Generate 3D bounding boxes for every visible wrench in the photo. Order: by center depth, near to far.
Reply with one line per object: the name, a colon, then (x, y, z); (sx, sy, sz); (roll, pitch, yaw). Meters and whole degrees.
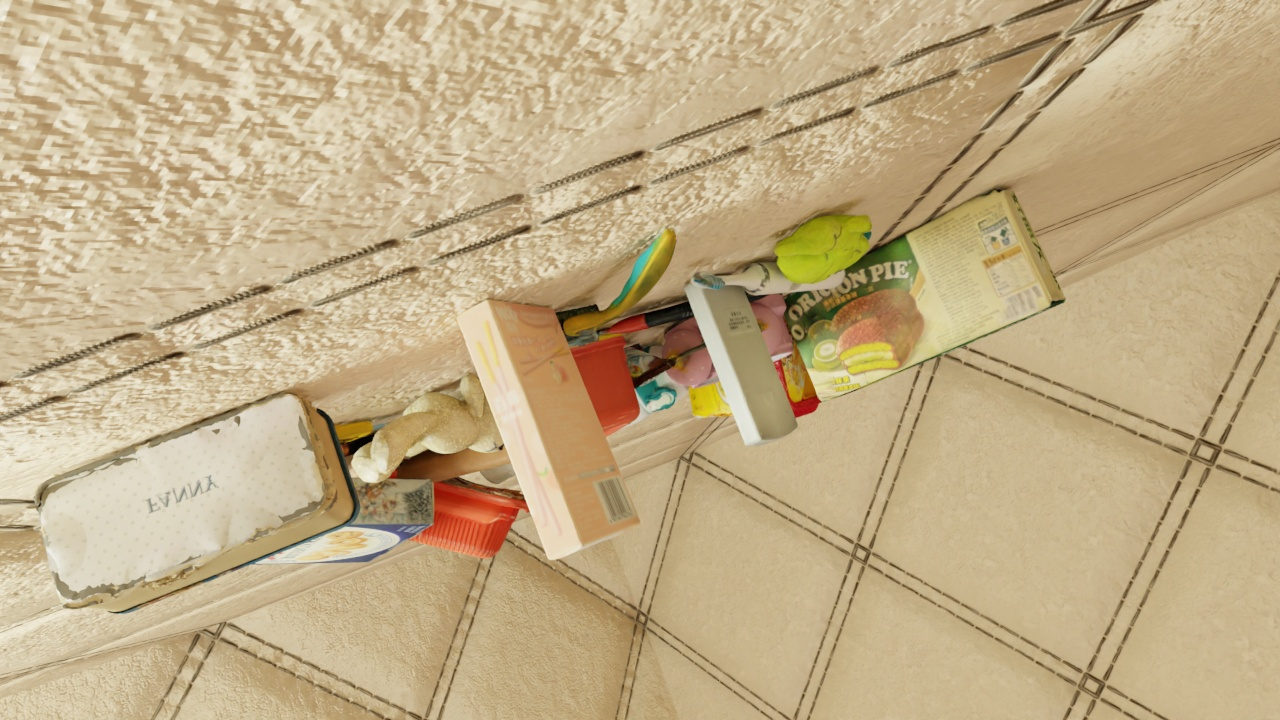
wrench: (0.013, -0.034, 0.723); (0.272, 0.016, 0.056); (-16, -174, -36)

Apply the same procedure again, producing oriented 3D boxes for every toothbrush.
toothbrush: (0.106, -0.067, 0.735); (0.026, 0.027, 0.220); (19, -163, 34)

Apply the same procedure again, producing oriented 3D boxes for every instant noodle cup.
instant noodle cup: (-0.202, 0.158, 0.974); (0.164, 0.079, 0.189); (15, 170, -2)
instant noodle cup: (0.118, 0.011, 0.982); (0.124, 0.116, 0.116); (-14, 178, 37)

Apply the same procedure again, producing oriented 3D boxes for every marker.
marker: (-0.241, 0.071, 0.779); (0.123, 0.015, 0.018); (-16, 171, -44)

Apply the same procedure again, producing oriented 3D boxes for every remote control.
remote control: (0.078, -0.001, 0.705); (0.019, 0.135, 0.056); (-27, 170, 40)

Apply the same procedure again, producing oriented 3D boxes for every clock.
clock: (0.079, -0.017, 0.837); (0.117, 0.060, 0.158); (-21, 172, 18)

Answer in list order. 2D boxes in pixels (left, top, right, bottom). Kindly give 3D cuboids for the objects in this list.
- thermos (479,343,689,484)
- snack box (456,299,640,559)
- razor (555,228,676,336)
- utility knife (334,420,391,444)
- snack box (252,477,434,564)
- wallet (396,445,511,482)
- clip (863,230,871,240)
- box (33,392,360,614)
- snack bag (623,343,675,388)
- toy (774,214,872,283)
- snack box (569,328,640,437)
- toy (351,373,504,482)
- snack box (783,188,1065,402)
thermos: (-0.060, 0.053, 0.907); (0.224, 0.073, 0.073); (-24, 170, 16)
snack box: (-0.055, 0.039, 0.569); (0.026, 0.157, 0.084); (-27, 169, 20)
razor: (-0.013, -0.046, 0.590); (0.043, 0.028, 0.133); (-10, 164, -36)
utility knife: (-0.252, 0.061, 0.687); (0.033, 0.015, 0.189); (-25, 171, 36)
snack box: (-0.298, 0.143, 0.804); (0.182, 0.045, 0.178); (6, 157, -32)
wallet: (-0.144, 0.073, 0.838); (0.132, 0.031, 0.107); (-16, -164, 21)
clip: (0.159, -0.093, 0.745); (0.055, 0.013, 0.034); (-27, 168, 35)
box: (-0.266, 0.086, 0.572); (0.184, 0.089, 0.063); (-19, 164, -9)
snack bag: (-0.005, 0.005, 0.806); (0.048, 0.026, 0.104); (-28, -167, -10)
toy: (0.136, -0.084, 0.689); (0.096, 0.031, 0.100); (-11, 165, -21)
snack box: (-0.051, 0.027, 0.749); (0.081, 0.080, 0.091); (-15, 169, -35)
toy: (-0.157, 0.056, 0.717); (0.105, 0.066, 0.157); (-46, 167, 28)
snack box: (0.258, -0.056, 0.868); (0.241, 0.114, 0.063); (-29, 169, 37)
